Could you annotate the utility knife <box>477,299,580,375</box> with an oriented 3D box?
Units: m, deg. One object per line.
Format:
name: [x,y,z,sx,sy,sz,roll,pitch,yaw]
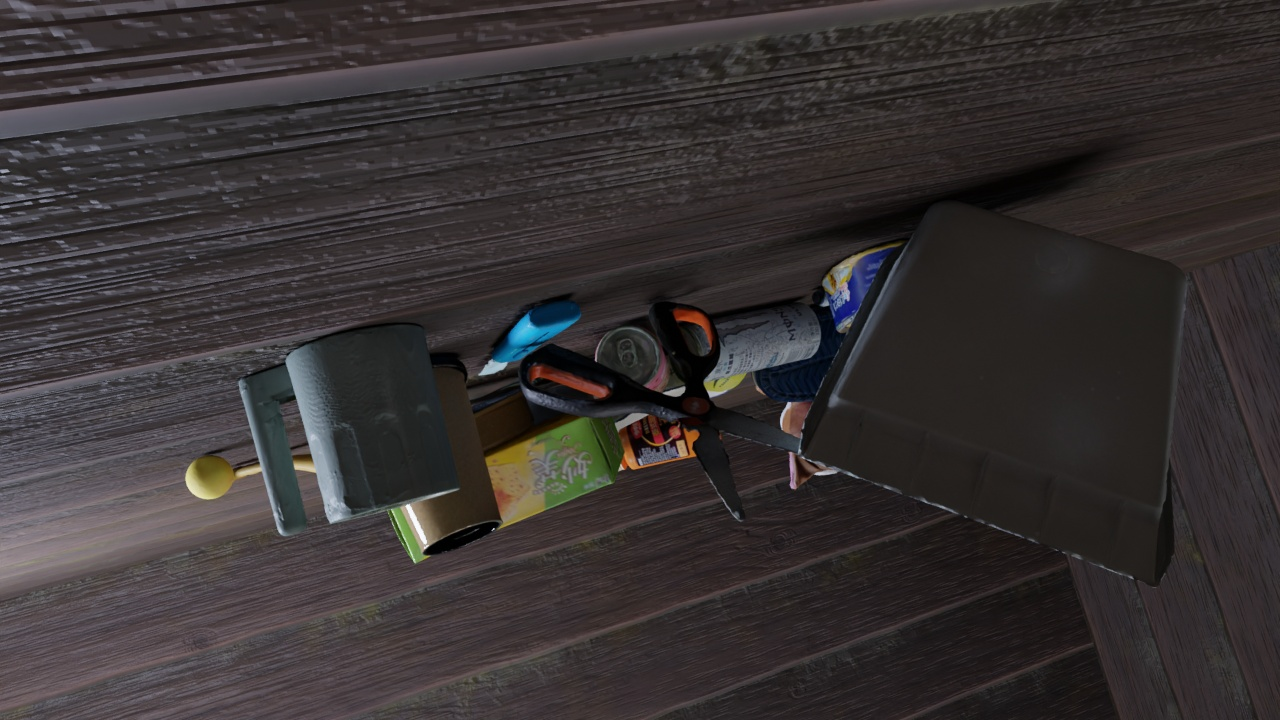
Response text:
utility knife: [-0.092,-0.010,0.685,0.034,0.018,0.224,-13,174,-23]

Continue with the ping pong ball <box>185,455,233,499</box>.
ping pong ball: [-0.397,0.107,0.845,0.040,0.040,0.040,-15,174,-2]

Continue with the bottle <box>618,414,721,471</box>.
bottle: [0.012,0.088,1.010,0.149,0.066,0.067,-19,173,4]

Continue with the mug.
mug: [-0.179,0.044,0.560,0.124,0.103,0.083,-18,174,12]

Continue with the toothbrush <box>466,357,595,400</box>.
toothbrush: [-0.109,0.021,0.891,0.191,0.018,0.016,-15,174,-10]

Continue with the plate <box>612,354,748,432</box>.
plate: [0.038,0.032,1.070,0.204,0.045,0.205,-26,168,-6]

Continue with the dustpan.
dustpan: [0.254,0.000,0.639,0.223,0.257,0.143,20,167,14]

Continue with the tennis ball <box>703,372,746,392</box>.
tennis ball: [0.079,0.000,0.942,0.065,0.065,0.065,-15,174,-2]

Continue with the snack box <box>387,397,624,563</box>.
snack box: [-0.125,0.113,0.911,0.210,0.070,0.157,-22,-177,5]

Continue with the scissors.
scissors: [0.024,0.020,0.624,0.221,0.022,0.231,7,-144,5]

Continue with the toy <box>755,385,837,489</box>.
toy: [0.213,0.057,1.160,0.140,0.199,0.131,-12,169,-23]

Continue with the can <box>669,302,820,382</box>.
can: [0.102,-0.018,0.885,0.146,0.058,0.058,-12,172,-29]

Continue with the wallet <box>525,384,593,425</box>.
wallet: [-0.114,0.075,1.035,0.130,0.106,0.037,-13,130,5]

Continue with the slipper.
slipper: [0.232,-0.020,1.050,0.252,0.105,0.095,-7,-163,-23]

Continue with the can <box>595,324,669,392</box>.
can: [-0.005,0.005,0.824,0.058,0.058,0.147,-16,173,2]

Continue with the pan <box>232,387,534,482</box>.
pan: [-0.279,0.095,0.944,0.358,0.078,0.197,-22,-177,14]

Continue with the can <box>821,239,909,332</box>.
can: [0.202,-0.061,0.792,0.074,0.049,0.148,-15,174,1]

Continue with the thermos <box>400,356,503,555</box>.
thermos: [-0.155,0.066,0.677,0.093,0.143,0.093,-22,163,-7]

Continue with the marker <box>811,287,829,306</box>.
marker: [0.221,-0.070,0.895,0.130,0.018,0.023,-12,-172,-31]
